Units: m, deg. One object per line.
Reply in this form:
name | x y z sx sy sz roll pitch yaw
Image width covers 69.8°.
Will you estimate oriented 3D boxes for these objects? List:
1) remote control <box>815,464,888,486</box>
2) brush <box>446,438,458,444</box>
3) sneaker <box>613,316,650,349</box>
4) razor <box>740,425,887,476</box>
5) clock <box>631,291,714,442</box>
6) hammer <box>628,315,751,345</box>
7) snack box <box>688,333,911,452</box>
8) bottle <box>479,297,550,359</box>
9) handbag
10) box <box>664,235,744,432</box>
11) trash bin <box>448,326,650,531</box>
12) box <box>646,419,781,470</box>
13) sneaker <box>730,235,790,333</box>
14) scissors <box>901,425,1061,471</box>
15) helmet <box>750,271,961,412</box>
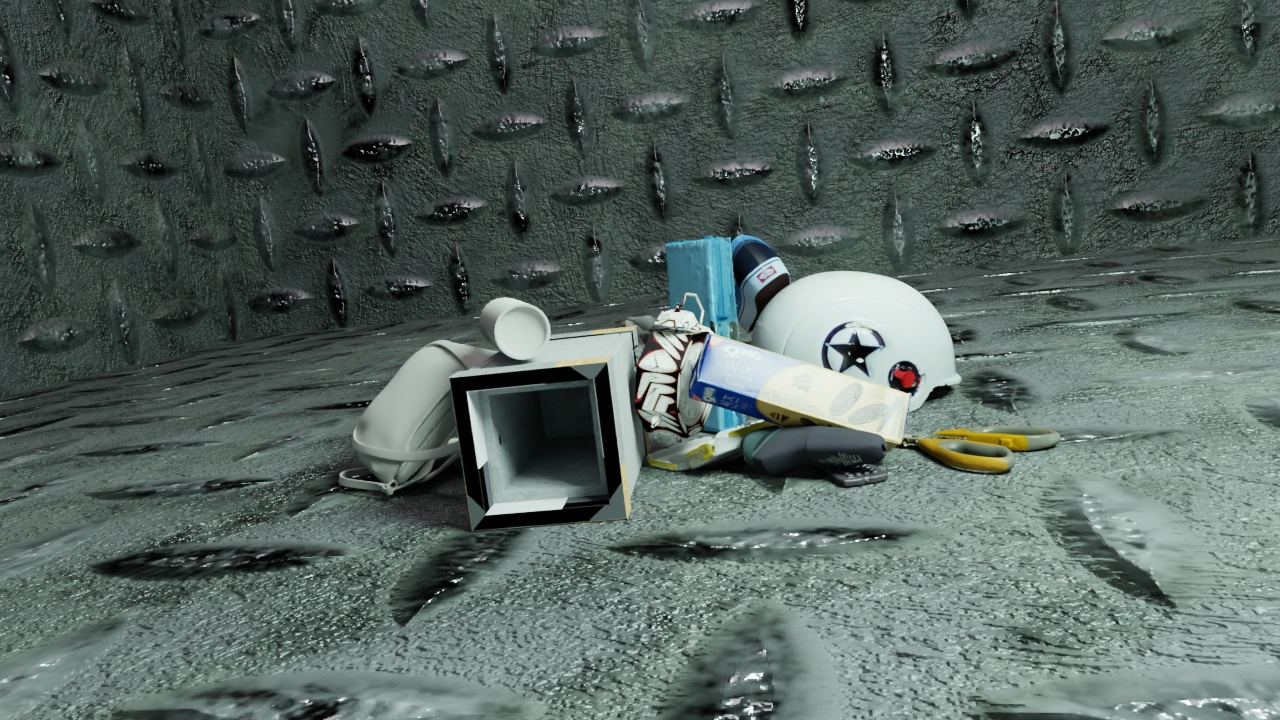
remote control | 0.194 0.100 0.886 0.046 0.009 0.124 -8 9 -9
brush | -0.239 0.105 1.195 0.218 0.012 0.033 -7 9 11
sneaker | -0.008 0.008 1.243 0.119 0.095 0.235 -48 13 -12
razor | 0.163 0.084 0.864 0.143 0.047 0.052 -4 44 41
clock | 0.035 0.002 0.964 0.065 0.154 0.114 7 -13 25
hammer | 0.107 -0.027 1.318 0.321 0.043 0.156 13 -6 -40
snack box | 0.152 0.035 0.895 0.207 0.057 0.056 16 -21 1
bottle | -0.135 -0.037 0.931 0.052 0.052 0.195 -9 9 -15
handbag | -0.227 0.075 1.016 0.215 0.095 0.223 -53 31 -16
box | 0.078 -0.032 1.108 0.048 0.231 0.093 -9 6 -35
trash bin | -0.078 0.058 0.929 0.142 0.142 0.246 -6 9 6
box | 0.118 0.080 0.996 0.209 0.038 0.130 -15 -2 -38
sneaker | 0.153 -0.113 1.254 0.083 0.098 0.241 -35 -15 -2
scissors | 0.287 0.082 0.907 0.226 0.016 0.161 -1 10 35
helmet | 0.272 -0.033 1.169 0.264 0.164 0.236 -3 11 -1
